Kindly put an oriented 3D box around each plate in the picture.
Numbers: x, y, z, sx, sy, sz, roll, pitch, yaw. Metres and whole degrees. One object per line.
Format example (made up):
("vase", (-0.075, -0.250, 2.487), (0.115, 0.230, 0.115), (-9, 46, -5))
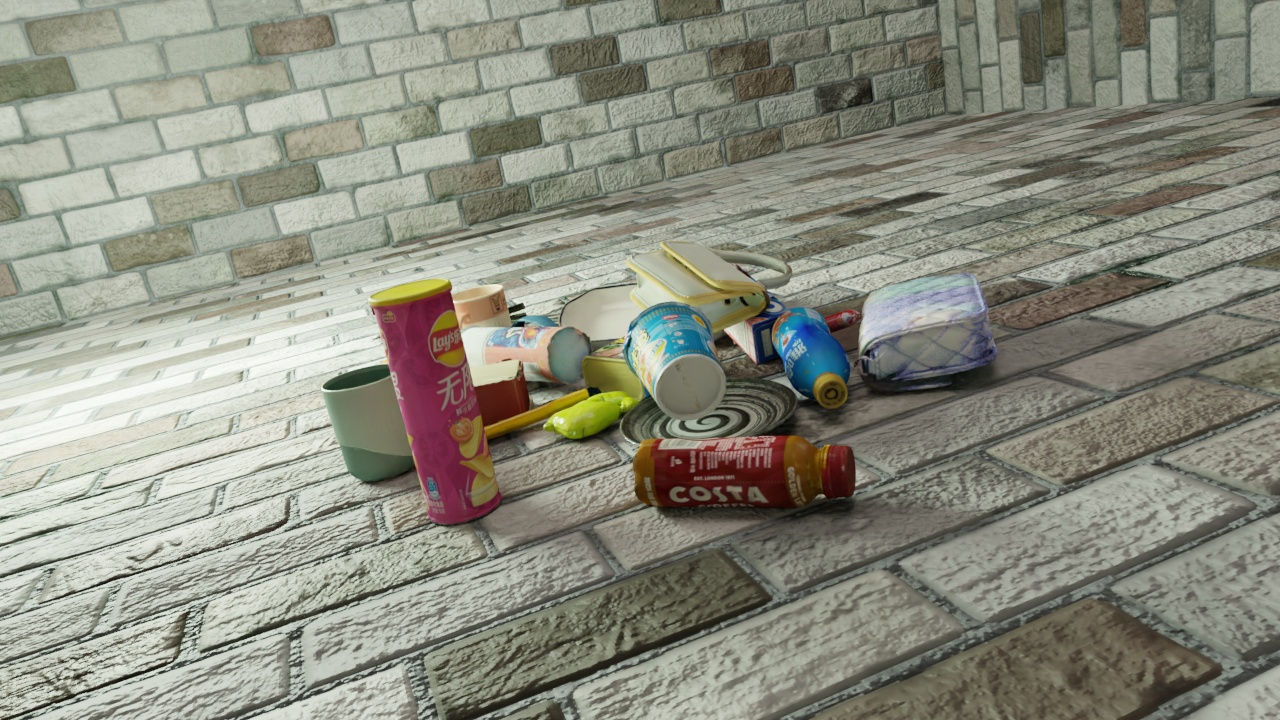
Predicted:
("plate", (0.068, 0.059, 0.914), (0.179, 0.024, 0.179), (-11, 18, 3))
("plate", (0.022, -0.060, 1.249), (0.266, 0.034, 0.161), (-6, 31, 5))

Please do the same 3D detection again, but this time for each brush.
("brush", (-0.136, -0.024, 1.230), (0.055, 0.073, 0.144), (-18, 17, -35))

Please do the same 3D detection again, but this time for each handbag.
("handbag", (0.298, -0.031, 0.970), (0.134, 0.075, 0.193), (-10, 15, 19))
("handbag", (0.088, -0.103, 1.111), (0.178, 0.063, 0.163), (-20, 35, -20))

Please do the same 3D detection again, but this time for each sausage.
("sausage", (0.214, -0.040, 1.080), (0.020, 0.020, 0.156), (-18, -1, -21))

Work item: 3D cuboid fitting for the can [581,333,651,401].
("can", (-0.006, 0.006, 1.075), (0.102, 0.057, 0.083), (5, 25, 43))

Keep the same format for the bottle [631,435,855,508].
("bottle", (0.082, 0.090, 0.739), (0.175, 0.057, 0.057), (-3, 18, 24))

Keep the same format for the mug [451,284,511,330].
("mug", (-0.227, -0.041, 1.285), (0.082, 0.106, 0.114), (-6, 18, 18))

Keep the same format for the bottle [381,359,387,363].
("bottle", (-0.263, 0.028, 1.173), (0.150, 0.067, 0.066), (0, 19, 14))

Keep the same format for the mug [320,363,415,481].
("mug", (-0.268, 0.062, 0.975), (0.111, 0.106, 0.082), (-20, 18, -24))

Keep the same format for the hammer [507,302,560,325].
("hammer", (-0.099, -0.074, 1.442), (0.324, 0.032, 0.126), (-7, 18, 16))

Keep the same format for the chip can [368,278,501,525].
("chip can", (-0.180, 0.037, 0.817), (0.071, 0.211, 0.071), (-10, 16, 3))

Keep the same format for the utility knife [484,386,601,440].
("utility knife", (-0.122, 0.061, 1.012), (0.167, 0.015, 0.033), (-20, -16, -16))

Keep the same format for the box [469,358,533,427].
("box", (-0.214, 0.042, 1.057), (0.168, 0.077, 0.091), (-11, 17, -1))

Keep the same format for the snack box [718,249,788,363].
("snack box", (0.122, -0.071, 1.156), (0.057, 0.058, 0.207), (-19, 34, -12))

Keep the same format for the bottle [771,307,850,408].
("bottle", (0.182, 0.000, 0.959), (0.065, 0.065, 0.218), (-10, 18, 4))

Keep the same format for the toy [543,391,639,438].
("toy", (-0.051, 0.057, 0.982), (0.097, 0.031, 0.100), (-10, 12, 15))

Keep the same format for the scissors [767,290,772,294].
("scissors", (0.081, -0.066, 1.306), (0.227, 0.022, 0.197), (-12, 25, -4))

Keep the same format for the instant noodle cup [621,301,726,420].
("instant noodle cup", (0.038, 0.006, 0.917), (0.099, 0.099, 0.109), (-13, 27, -5))

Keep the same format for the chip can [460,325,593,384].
("chip can", (-0.152, -0.008, 1.152), (0.071, 0.071, 0.215), (-25, 18, -38))
